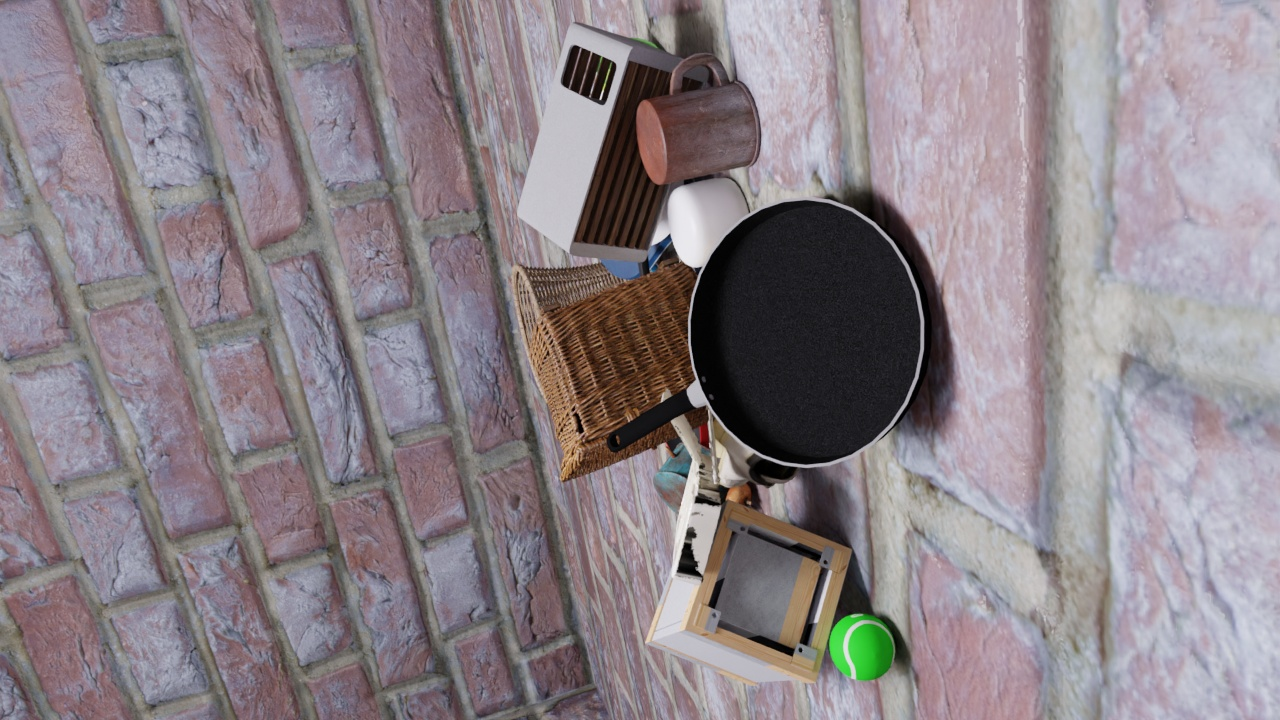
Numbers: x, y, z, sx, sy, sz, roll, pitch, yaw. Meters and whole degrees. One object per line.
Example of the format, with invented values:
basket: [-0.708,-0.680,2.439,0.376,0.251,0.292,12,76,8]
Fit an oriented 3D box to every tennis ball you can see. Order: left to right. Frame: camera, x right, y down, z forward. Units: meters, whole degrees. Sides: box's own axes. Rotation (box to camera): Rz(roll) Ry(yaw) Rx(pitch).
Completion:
tennis ball: [0.224,0.289,0.927,0.065,0.065,0.065,165,90,-76]

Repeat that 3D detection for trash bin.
trash bin: [-0.035,-0.242,1.035,0.114,0.114,0.229,39,118,42]
trash bin: [0.115,0.275,1.054,0.247,0.142,0.142,114,178,-68]

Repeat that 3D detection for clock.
clock: [0.092,0.185,1.242,0.158,0.073,0.121,31,151,15]

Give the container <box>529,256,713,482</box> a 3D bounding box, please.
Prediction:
container: [-0.007,0.006,1.099,0.183,0.249,0.162,64,161,12]

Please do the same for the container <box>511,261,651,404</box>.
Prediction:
container: [-0.080,-0.062,1.458,0.227,0.196,0.227,165,90,-76]

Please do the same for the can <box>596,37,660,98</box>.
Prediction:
can: [-0.013,-0.326,1.168,0.144,0.083,0.083,91,159,-47]

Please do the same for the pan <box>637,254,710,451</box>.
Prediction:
pan: [0.044,-0.017,1.283,0.209,0.067,0.357,-134,32,-57]

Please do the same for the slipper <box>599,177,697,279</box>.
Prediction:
slipper: [0.016,-0.192,1.255,0.296,0.060,0.118,-34,76,61]

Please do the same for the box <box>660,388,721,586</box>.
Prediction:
box: [0.055,0.123,0.949,0.145,0.066,0.186,-69,-27,-78]

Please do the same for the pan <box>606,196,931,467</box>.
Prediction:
pan: [0.094,0.006,0.819,0.358,0.034,0.225,-34,72,37]

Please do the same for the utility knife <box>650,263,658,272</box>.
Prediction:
utility knife: [0.038,-0.108,1.329,0.031,0.015,0.196,92,154,-47]

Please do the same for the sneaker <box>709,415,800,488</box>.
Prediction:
sneaker: [0.138,0.106,1.062,0.102,0.088,0.242,34,165,18]

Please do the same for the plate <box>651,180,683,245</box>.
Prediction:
plate: [-0.026,-0.231,1.153,0.189,0.016,0.189,23,127,33]

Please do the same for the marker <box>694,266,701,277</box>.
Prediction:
marker: [0.099,-0.061,1.158,0.011,0.011,0.152,98,153,-58]

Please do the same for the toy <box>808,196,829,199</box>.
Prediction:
toy: [0.131,-0.111,0.855,0.050,0.093,0.102,43,174,-9]

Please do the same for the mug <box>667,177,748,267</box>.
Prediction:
mug: [0.072,-0.162,1.043,0.115,0.068,0.094,-120,21,-47]

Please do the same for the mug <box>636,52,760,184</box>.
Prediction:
mug: [0.055,-0.250,0.945,0.096,0.110,0.123,-151,47,-64]
